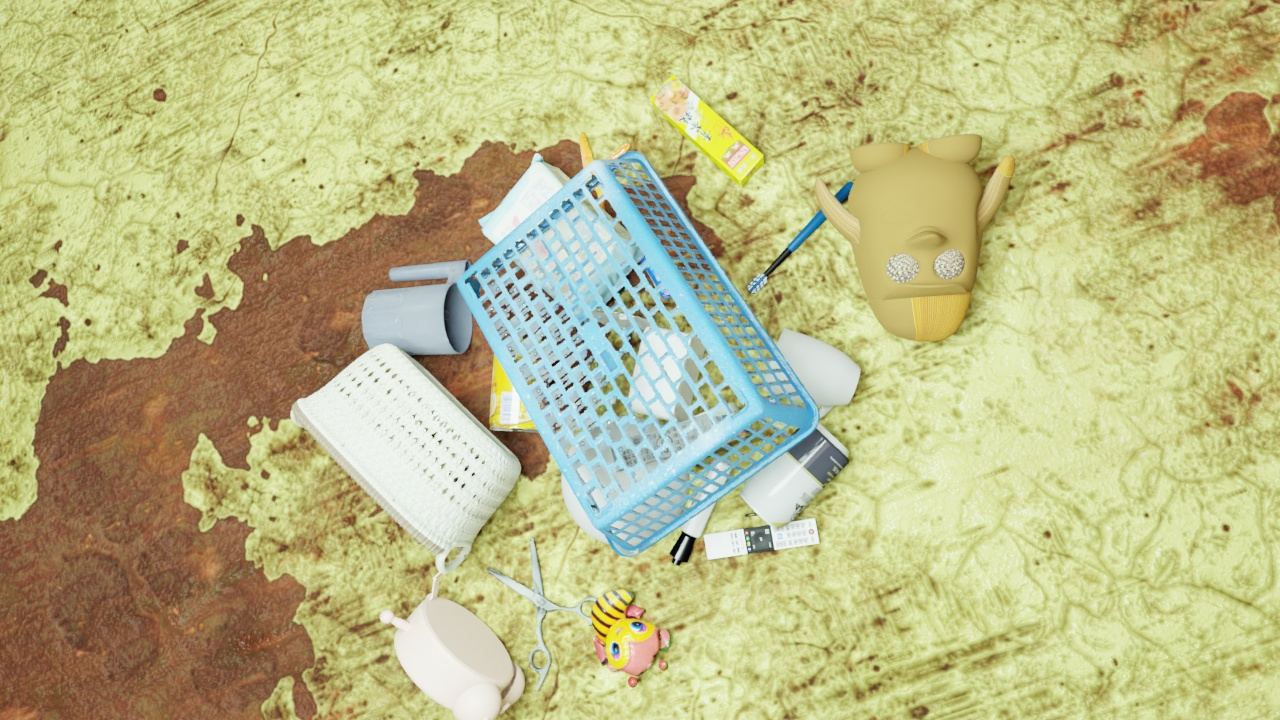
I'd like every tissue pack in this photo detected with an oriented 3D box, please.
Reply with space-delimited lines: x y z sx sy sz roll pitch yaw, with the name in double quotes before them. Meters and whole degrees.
"tissue pack" -0.091 -0.142 1.055 0.182 0.069 0.112 43 107 12

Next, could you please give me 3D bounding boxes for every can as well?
"can" 0.073 0.082 0.997 0.086 0.086 0.043 -25 79 8
"can" 0.162 0.127 0.987 0.064 0.064 0.127 44 94 12
"can" -0.138 0.030 1.054 0.068 0.067 0.105 2 85 11

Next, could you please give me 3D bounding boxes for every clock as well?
"clock" -0.195 0.316 1.005 0.086 0.131 0.160 -42 78 5

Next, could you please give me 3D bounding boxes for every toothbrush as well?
"toothbrush" 0.181 -0.138 1.034 0.014 0.014 0.168 44 94 1

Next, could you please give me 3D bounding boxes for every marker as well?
"marker" 0.066 0.170 1.022 0.025 0.025 0.126 25 90 12

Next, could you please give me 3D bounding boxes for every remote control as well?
"remote control" 0.024 0.087 0.970 0.137 0.013 0.033 -20 80 34
"remote control" 0.133 0.197 1.012 0.124 0.011 0.028 -11 83 10

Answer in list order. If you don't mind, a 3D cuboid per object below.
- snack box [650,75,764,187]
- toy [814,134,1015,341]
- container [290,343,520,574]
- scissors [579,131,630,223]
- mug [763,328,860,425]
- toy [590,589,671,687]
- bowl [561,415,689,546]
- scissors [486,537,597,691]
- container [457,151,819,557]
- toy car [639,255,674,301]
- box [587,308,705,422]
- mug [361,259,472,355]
"snack box" 0.077 -0.265 1.059 0.148 0.029 0.040 45 94 12
"toy" 0.285 -0.120 0.946 0.199 0.162 0.203 -3 95 13
"container" -0.252 0.100 1.020 0.246 0.185 0.142 42 83 11
"scissors" -0.062 -0.211 1.091 0.128 0.011 0.125 -15 83 9
"mug" 0.182 0.028 0.998 0.089 0.071 0.107 19 116 4
"toy" -0.016 0.305 1.016 0.084 0.046 0.103 -33 76 13
"bowl" -0.022 0.136 1.033 0.150 0.043 0.149 -1 84 11
"scissors" -0.115 0.292 1.052 0.142 0.014 0.173 8 88 9
"container" -0.026 -0.016 0.920 0.257 0.089 0.362 -38 70 16
"toy car" 0.021 -0.101 1.037 0.033 0.062 0.092 -32 80 6
"box" -0.006 -0.006 1.011 0.137 0.108 0.126 12 87 11
"mug" -0.260 -0.064 1.089 0.104 0.084 0.123 -3 60 13
